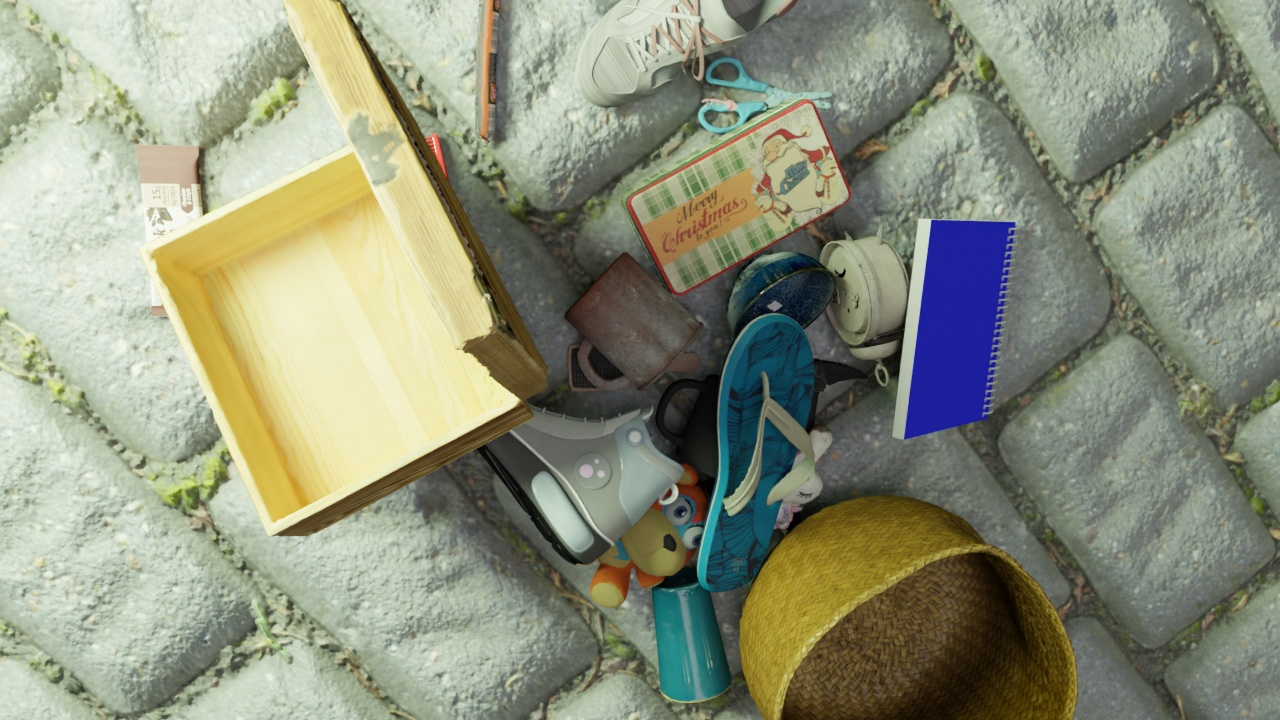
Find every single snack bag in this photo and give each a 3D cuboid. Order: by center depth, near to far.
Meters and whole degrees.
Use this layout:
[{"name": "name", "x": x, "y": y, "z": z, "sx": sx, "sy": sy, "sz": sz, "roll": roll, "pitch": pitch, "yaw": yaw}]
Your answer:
[{"name": "snack bag", "x": -0.433, "y": -0.119, "z": 0.852, "sx": 0.057, "sy": 0.013, "sz": 0.158, "roll": 0, "pitch": 102, "yaw": -6}]

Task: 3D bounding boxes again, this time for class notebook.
[{"name": "notebook", "x": 0.317, "y": -0.035, "z": 0.918, "sx": 0.171, "sy": 0.022, "sz": 0.209, "roll": -7, "pitch": 106, "yaw": -41}]

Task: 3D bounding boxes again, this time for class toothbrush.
[{"name": "toothbrush", "x": -0.179, "y": -0.110, "z": 0.887, "sx": 0.018, "sy": 0.012, "sz": 0.212, "roll": -13, "pitch": 103, "yaw": -5}]

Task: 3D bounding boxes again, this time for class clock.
[{"name": "clock", "x": 0.229, "y": -0.052, "z": 0.905, "sx": 0.061, "sy": 0.103, "sz": 0.157, "roll": -14, "pitch": 96, "yaw": -11}]

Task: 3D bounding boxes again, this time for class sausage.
[{"name": "sausage", "x": -0.143, "y": -0.278, "z": 0.852, "sx": 0.020, "sy": 0.020, "sz": 0.155, "roll": 2, "pitch": 102, "yaw": -8}]

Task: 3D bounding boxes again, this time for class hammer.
[{"name": "hammer", "x": 0.174, "y": 0.158, "z": 0.989, "sx": 0.095, "sy": 0.015, "sz": 0.325, "roll": 5, "pitch": 102, "yaw": -8}]

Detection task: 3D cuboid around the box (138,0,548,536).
[{"name": "box", "x": -0.230, "y": -0.058, "z": 0.687, "sx": 0.286, "sy": 0.337, "sz": 0.279, "roll": -28, "pitch": 79, "yaw": -7}]

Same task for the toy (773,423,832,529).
[{"name": "toy", "x": 0.155, "y": 0.119, "z": 0.951, "sx": 0.079, "sy": 0.038, "sz": 0.123, "roll": 9, "pitch": 105, "yaw": -16}]

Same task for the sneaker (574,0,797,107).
[{"name": "sneaker", "x": 0.047, "y": -0.309, "z": 0.833, "sx": 0.236, "sy": 0.089, "sz": 0.099, "roll": -32, "pitch": 104, "yaw": 0}]

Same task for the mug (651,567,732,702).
[{"name": "mug", "x": 0.050, "y": 0.287, "z": 0.973, "sx": 0.078, "sy": 0.078, "sz": 0.121, "roll": -10, "pitch": 98, "yaw": -5}]

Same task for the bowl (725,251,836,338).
[{"name": "bowl", "x": 0.128, "y": -0.069, "z": 0.901, "sx": 0.114, "sy": 0.114, "sz": 0.060, "roll": -31, "pitch": 62, "yaw": 0}]

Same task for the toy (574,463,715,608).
[{"name": "toy", "x": 0.010, "y": 0.172, "z": 0.937, "sx": 0.176, "sy": 0.096, "sz": 0.112, "roll": -35, "pitch": 109, "yaw": -10}]

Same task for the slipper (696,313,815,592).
[{"name": "slipper", "x": 0.119, "y": 0.100, "z": 0.872, "sx": 0.118, "sy": 0.060, "sz": 0.295, "roll": -5, "pitch": 113, "yaw": -37}]

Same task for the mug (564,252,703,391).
[{"name": "mug", "x": -0.018, "y": -0.028, "z": 0.886, "sx": 0.110, "sy": 0.096, "sz": 0.123, "roll": 46, "pitch": 109, "yaw": -2}]

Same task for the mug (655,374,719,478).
[{"name": "mug", "x": 0.071, "y": 0.062, "z": 0.921, "sx": 0.113, "sy": 0.078, "sz": 0.088, "roll": 20, "pitch": 99, "yaw": -12}]

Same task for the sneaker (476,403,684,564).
[{"name": "sneaker", "x": -0.079, "y": 0.057, "z": 0.885, "sx": 0.160, "sy": 0.093, "sz": 0.256, "roll": -35, "pitch": 81, "yaw": -15}]

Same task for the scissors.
[{"name": "scissors", "x": 0.124, "y": -0.265, "z": 0.895, "sx": 0.141, "sy": 0.015, "sz": 0.076, "roll": -9, "pitch": 107, "yaw": -11}]

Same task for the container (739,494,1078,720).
[{"name": "container", "x": 0.250, "y": 0.292, "z": 0.929, "sx": 0.306, "sy": 0.196, "sz": 0.307, "roll": -3, "pitch": 104, "yaw": -13}]

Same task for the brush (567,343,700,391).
[{"name": "brush", "x": -0.006, "y": 0.005, "z": 0.932, "sx": 0.135, "sy": 0.015, "sz": 0.050, "roll": -3, "pitch": 102, "yaw": -7}]

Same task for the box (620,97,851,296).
[{"name": "box", "x": 0.093, "y": -0.158, "z": 0.889, "sx": 0.205, "sy": 0.051, "sz": 0.118, "roll": -28, "pitch": 108, "yaw": 0}]
